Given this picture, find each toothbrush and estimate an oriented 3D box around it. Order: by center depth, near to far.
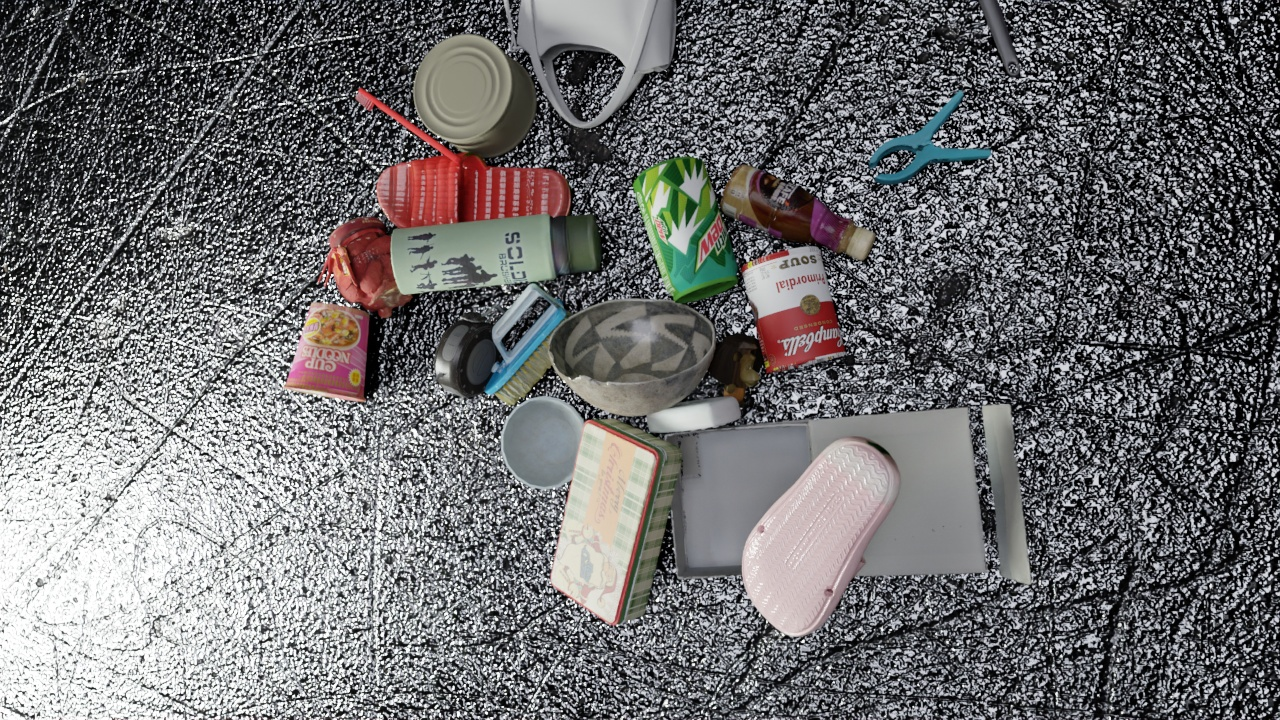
[{"bbox_3d":[-0.285,-0.281,1.111,0.212,0.012,0.018,38,98,30],"label":"toothbrush"}]

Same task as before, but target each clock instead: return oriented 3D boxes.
[{"bbox_3d":[-0.200,-0.009,1.069,0.044,0.091,0.122,18,76,23],"label":"clock"}]

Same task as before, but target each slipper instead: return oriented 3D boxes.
[{"bbox_3d":[0.171,0.167,0.881,0.107,0.055,0.222,38,116,25],"label":"slipper"},{"bbox_3d":[-0.207,-0.196,1.093,0.249,0.059,0.103,5,89,14],"label":"slipper"}]

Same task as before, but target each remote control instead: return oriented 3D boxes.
[{"bbox_3d":[0.057,0.059,0.986,0.115,0.060,0.028,-11,92,50],"label":"remote control"}]

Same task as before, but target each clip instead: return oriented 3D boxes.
[{"bbox_3d":[0.298,-0.235,0.977,0.119,0.027,0.102,-26,79,12],"label":"clip"}]

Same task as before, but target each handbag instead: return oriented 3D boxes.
[{"bbox_3d":[-0.063,-0.385,1.066,0.216,0.095,0.223,13,104,16],"label":"handbag"}]

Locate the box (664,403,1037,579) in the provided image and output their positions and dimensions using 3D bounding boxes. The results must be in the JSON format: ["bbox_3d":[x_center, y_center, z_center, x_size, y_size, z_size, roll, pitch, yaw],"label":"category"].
[{"bbox_3d":[0.203,0.142,0.952,0.369,0.098,0.166,-7,87,21],"label":"box"}]

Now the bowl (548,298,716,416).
[{"bbox_3d":[-0.006,0.006,0.997,0.178,0.178,0.081,6,126,15],"label":"bowl"}]

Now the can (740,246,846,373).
[{"bbox_3d":[0.162,-0.053,0.975,0.087,0.086,0.116,-14,85,14],"label":"can"}]

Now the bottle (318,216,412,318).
[{"bbox_3d":[-0.328,-0.108,1.103,0.099,0.099,0.111,-31,76,12],"label":"bottle"}]

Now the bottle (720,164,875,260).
[{"bbox_3d":[0.171,-0.155,0.990,0.166,0.059,0.059,27,95,14],"label":"bottle"}]

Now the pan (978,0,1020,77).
[{"bbox_3d":[0.341,-0.467,0.977,0.199,0.021,0.356,-19,84,14],"label":"pan"}]

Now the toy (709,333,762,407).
[{"bbox_3d":[0.104,0.021,1.004,0.063,0.076,0.100,28,121,40],"label":"toy"}]

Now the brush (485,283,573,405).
[{"bbox_3d":[-0.138,-0.016,1.058,0.075,0.055,0.136,38,99,-20],"label":"brush"}]

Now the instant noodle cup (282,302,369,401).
[{"bbox_3d":[-0.375,-0.011,1.117,0.098,0.097,0.108,7,83,15],"label":"instant noodle cup"}]

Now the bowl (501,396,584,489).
[{"bbox_3d":[-0.105,0.095,1.065,0.106,0.039,0.106,-1,88,15],"label":"bowl"}]

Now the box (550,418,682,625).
[{"bbox_3d":[-0.031,0.174,1.007,0.118,0.050,0.206,22,103,35],"label":"box"}]

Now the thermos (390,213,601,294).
[{"bbox_3d":[-0.160,-0.123,1.050,0.231,0.082,0.082,-6,86,0],"label":"thermos"}]

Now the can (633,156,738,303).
[{"bbox_3d":[0.051,-0.142,1.009,0.083,0.083,0.144,-19,83,13],"label":"can"}]

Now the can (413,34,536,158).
[{"bbox_3d":[-0.195,-0.311,1.085,0.128,0.073,0.127,-1,88,15],"label":"can"}]
